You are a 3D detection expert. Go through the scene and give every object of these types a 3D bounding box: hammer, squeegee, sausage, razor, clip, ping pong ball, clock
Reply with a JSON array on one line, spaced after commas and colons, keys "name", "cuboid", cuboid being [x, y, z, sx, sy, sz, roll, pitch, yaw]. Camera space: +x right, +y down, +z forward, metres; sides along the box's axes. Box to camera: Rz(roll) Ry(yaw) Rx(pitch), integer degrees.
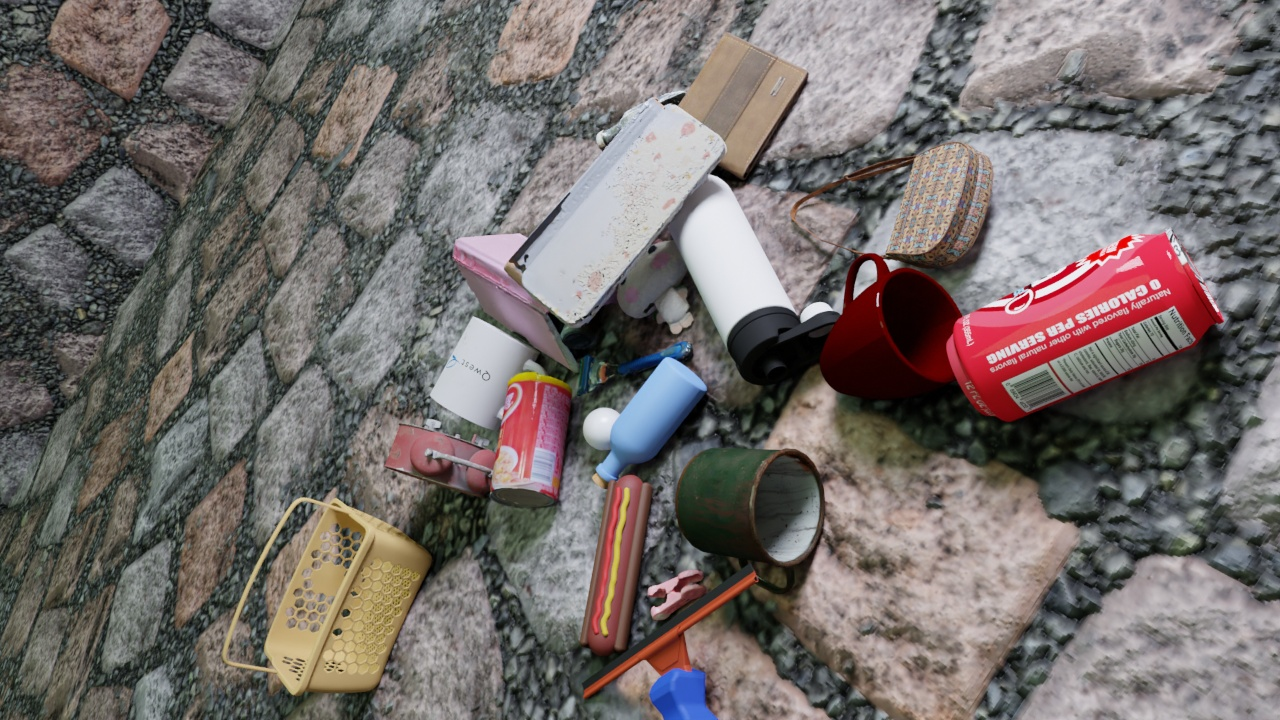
[{"name": "hammer", "cuboid": [-0.020, -0.149, 0.929, 0.141, 0.036, 0.325, -19, 44, 38]}, {"name": "squeegee", "cuboid": [0.036, 0.283, 0.654, 0.250, 0.055, 0.184, -48, 38, 42]}, {"name": "sausage", "cuboid": [-0.020, 0.174, 0.787, 0.040, 0.040, 0.155, -11, 61, 43]}, {"name": "razor", "cuboid": [-0.005, 0.005, 0.886, 0.141, 0.018, 0.043, -14, 58, 37]}, {"name": "clip", "cuboid": [0.028, 0.192, 0.741, 0.060, 0.023, 0.044, -15, 63, 43]}, {"name": "ping pong ball", "cuboid": [-0.034, 0.065, 0.863, 0.040, 0.040, 0.040, -25, 52, 36]}, {"name": "clock", "cuboid": [-0.199, 0.099, 0.955, 0.157, 0.109, 0.061, -7, 63, 62]}]

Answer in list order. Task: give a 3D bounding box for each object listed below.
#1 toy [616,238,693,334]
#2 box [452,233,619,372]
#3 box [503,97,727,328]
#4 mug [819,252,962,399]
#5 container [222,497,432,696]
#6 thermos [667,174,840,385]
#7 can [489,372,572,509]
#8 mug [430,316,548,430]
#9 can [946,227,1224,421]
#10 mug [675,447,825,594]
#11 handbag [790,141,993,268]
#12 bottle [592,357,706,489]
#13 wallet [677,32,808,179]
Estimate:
[{"name": "toy", "cuboid": [0.015, -0.076, 0.892, 0.087, 0.050, 0.112, -45, 37, 20]}, {"name": "box", "cuboid": [-0.124, -0.065, 1.022, 0.233, 0.099, 0.107, 29, 123, 49]}, {"name": "box", "cuboid": [-0.022, -0.134, 0.851, 0.217, 0.095, 0.115, -49, 4, -1]}, {"name": "mug", "cuboid": [0.170, -0.021, 0.666, 0.089, 0.087, 0.114, -36, 60, 52]}, {"name": "container", "cuboid": [-0.339, 0.248, 0.982, 0.129, 0.167, 0.183, 16, 81, 50]}, {"name": "thermos", "cuboid": [0.095, -0.081, 0.796, 0.101, 0.068, 0.229, -32, 48, 13]}, {"name": "can", "cuboid": [-0.108, 0.080, 0.912, 0.067, 0.066, 0.124, -17, 57, 40]}, {"name": "mug", "cuboid": [-0.155, 0.022, 0.995, 0.120, 0.083, 0.096, 29, 90, 23]}, {"name": "can", "cuboid": [0.268, -0.019, 0.566, 0.143, 0.074, 0.074, -30, 49, 32]}, {"name": "mug", "cuboid": [0.083, 0.120, 0.687, 0.081, 0.084, 0.111, -3, 101, 47]}, {"name": "handbag", "cuboid": [0.194, -0.119, 0.744, 0.196, 0.043, 0.093, 9, 78, 57]}, {"name": "bottle", "cuboid": [0.002, 0.061, 0.822, 0.131, 0.048, 0.048, -52, 41, 11]}, {"name": "wallet", "cuboid": [0.093, -0.250, 0.897, 0.099, 0.027, 0.121, 33, 92, 21]}]
